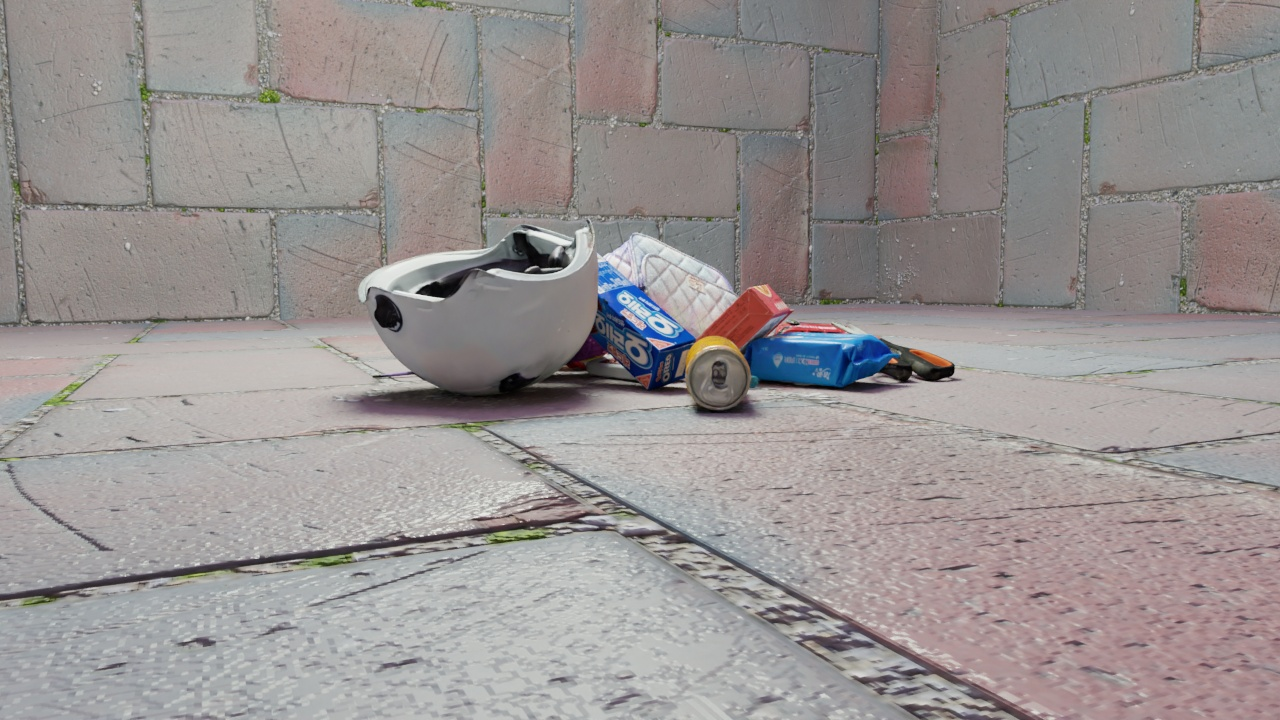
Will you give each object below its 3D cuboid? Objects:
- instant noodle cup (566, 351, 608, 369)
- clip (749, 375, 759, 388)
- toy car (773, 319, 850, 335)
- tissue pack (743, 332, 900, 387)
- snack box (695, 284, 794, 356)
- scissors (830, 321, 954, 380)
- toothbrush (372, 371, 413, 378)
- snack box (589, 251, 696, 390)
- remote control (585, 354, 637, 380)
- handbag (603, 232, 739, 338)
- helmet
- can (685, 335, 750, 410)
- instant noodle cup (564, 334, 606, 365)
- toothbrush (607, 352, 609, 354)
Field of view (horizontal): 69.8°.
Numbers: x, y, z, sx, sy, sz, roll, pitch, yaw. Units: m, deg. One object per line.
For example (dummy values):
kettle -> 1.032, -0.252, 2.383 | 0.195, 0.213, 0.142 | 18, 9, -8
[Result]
instant noodle cup -> -0.051, -0.063, 1.202 | 0.124, 0.116, 0.116 | -29, -5, 20
clip -> 0.097, 0.022, 0.970 | 0.056, 0.014, 0.040 | 1, 6, 11
toy car -> 0.239, -0.025, 1.251 | 0.120, 0.053, 0.045 | 3, 29, -13
tissue pack -> 0.192, -0.001, 1.000 | 0.157, 0.052, 0.094 | 3, 9, 38
snack box -> 0.113, -0.033, 1.055 | 0.113, 0.044, 0.127 | -45, -9, 17
scissors -> 0.300, -0.014, 1.109 | 0.162, 0.022, 0.233 | 9, 16, 11
toothbrush -> -0.238, 0.013, 1.142 | 0.188, 0.016, 0.014 | -6, -4, -26
snack box -> -0.027, -0.053, 1.006 | 0.057, 0.058, 0.207 | -18, 47, -37
remote control -> -0.006, 0.006, 1.075 | 0.055, 0.020, 0.136 | -19, 15, -37
handbag -> 0.046, -0.073, 1.137 | 0.193, 0.134, 0.076 | 18, -40, -40
helmet -> -0.156, -0.044, 0.947 | 0.259, 0.146, 0.228 | -3, 20, 32
can -> 0.071, 0.010, 0.863 | 0.058, 0.058, 0.146 | 0, 5, 3
instant noodle cup -> -0.093, -0.042, 1.100 | 0.099, 0.111, 0.111 | -11, 8, -15
toothbrush -> 0.004, -0.019, 1.360 | 0.212, 0.027, 0.026 | -2, 43, -11
